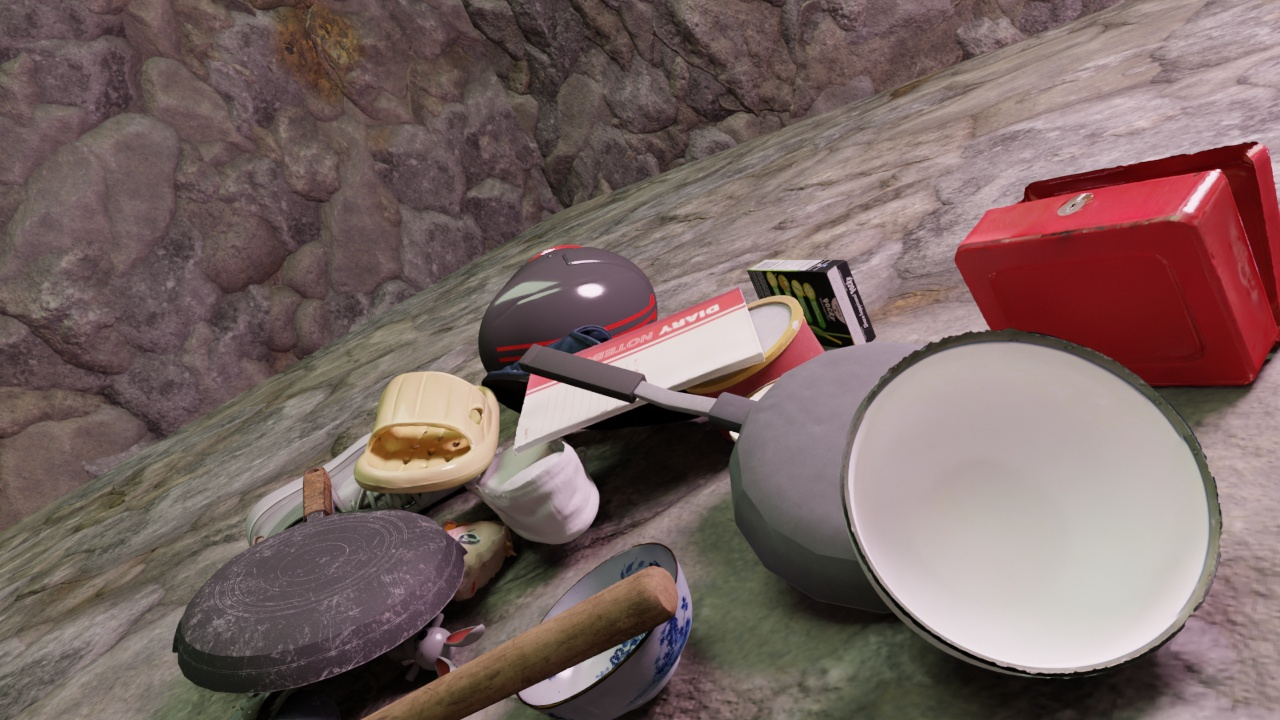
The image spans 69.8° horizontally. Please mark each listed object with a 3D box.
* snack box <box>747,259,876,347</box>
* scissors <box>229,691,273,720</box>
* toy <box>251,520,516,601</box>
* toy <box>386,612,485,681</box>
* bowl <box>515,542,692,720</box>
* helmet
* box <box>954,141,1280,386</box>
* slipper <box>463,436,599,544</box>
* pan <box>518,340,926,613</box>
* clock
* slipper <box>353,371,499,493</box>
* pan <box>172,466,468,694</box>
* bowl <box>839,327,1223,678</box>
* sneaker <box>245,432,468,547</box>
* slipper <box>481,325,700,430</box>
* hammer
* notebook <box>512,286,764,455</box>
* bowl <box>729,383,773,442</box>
[{"bbox_3d":[0.165,-0.058,0.905,0.025,0.080,0.148,-30,16,-16],"label":"snack box"},{"bbox_3d":[-0.310,0.254,0.737,0.142,0.015,0.209,-15,17,24],"label":"scissors"},{"bbox_3d":[-0.236,0.168,0.778,0.264,0.065,0.196,-17,22,-1],"label":"toy"},{"bbox_3d":[-0.142,0.199,0.632,0.112,0.030,0.049,-10,50,50],"label":"toy"},{"bbox_3d":[-0.012,0.159,0.509,0.114,0.045,0.114,-36,15,11],"label":"bowl"},{"bbox_3d":[-0.076,-0.049,1.097,0.264,0.164,0.170,-23,23,-32],"label":"helmet"},{"bbox_3d":[0.302,-0.050,0.578,0.112,0.134,0.158,-34,17,-34],"label":"box"},{"bbox_3d":[-0.090,0.101,0.785,0.112,0.074,0.247,-20,8,-16],"label":"slipper"},{"bbox_3d":[0.062,0.033,0.566,0.358,0.041,0.178,15,53,33],"label":"pan"},{"bbox_3d":[0.102,0.007,0.782,0.117,0.081,0.158,-31,22,14],"label":"clock"},{"bbox_3d":[-0.182,0.047,0.834,0.111,0.079,0.261,0,12,-1],"label":"slipper"},{"bbox_3d":[-0.257,0.142,0.729,0.207,0.040,0.357,-17,20,-17],"label":"pan"},{"bbox_3d":[0.166,0.069,0.417,0.153,0.153,0.073,-27,-27,-8],"label":"bowl"},{"bbox_3d":[-0.271,0.147,0.916,0.263,0.097,0.128,-26,27,-7],"label":"sneaker"},{"bbox_3d":[-0.042,0.010,0.915,0.266,0.109,0.083,-6,57,39],"label":"slipper"},{"bbox_3d":[-0.114,0.190,0.500,0.322,0.040,0.129,-32,16,21],"label":"hammer"},{"bbox_3d":[-0.005,0.004,0.770,0.209,0.012,0.153,-22,22,8],"label":"notebook"},{"bbox_3d":[0.126,0.052,0.633,0.115,0.062,0.115,-24,15,7],"label":"bowl"}]
